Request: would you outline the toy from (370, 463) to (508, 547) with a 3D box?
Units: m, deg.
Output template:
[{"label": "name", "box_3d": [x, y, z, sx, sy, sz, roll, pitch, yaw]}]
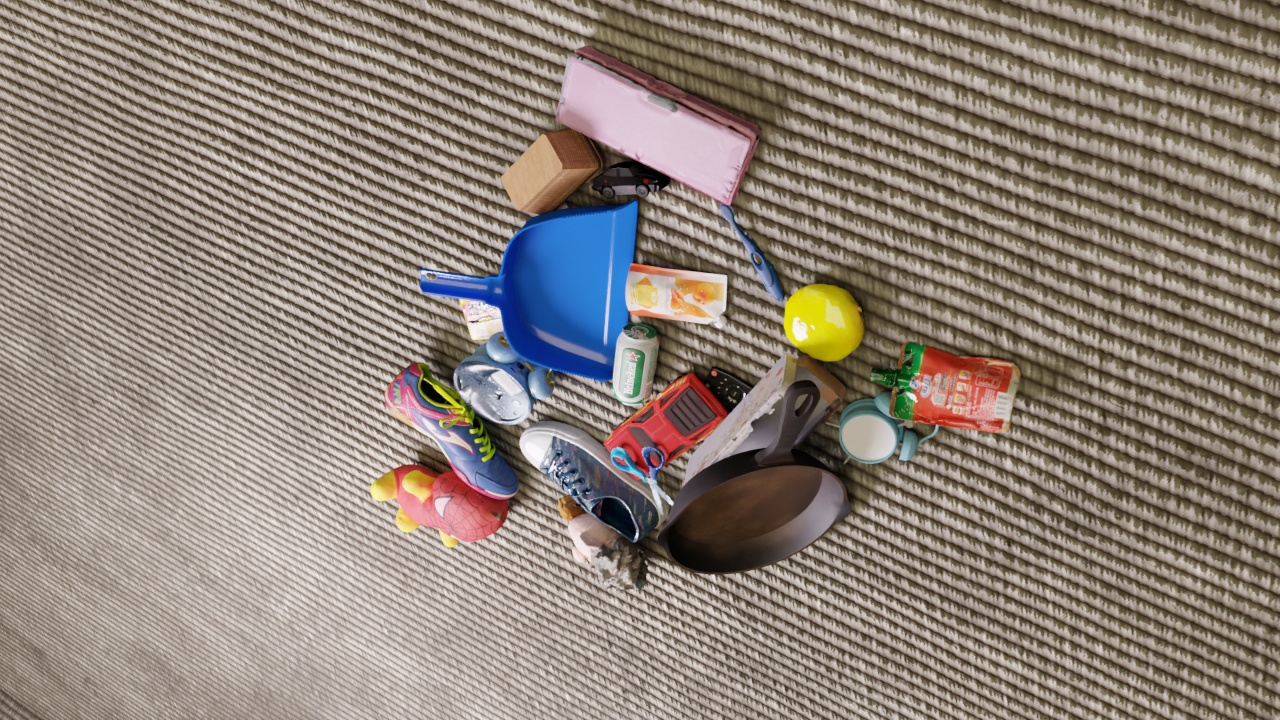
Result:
[{"label": "toy", "box_3d": [-0.296, 0.214, 1.393, 0.217, 0.098, 0.147, 2, 142, 28]}]

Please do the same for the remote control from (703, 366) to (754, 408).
[{"label": "remote control", "box_3d": [0.137, 0.050, 1.140, 0.125, 0.010, 0.039, 31, 125, 10]}]

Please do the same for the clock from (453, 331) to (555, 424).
[{"label": "clock", "box_3d": [-0.181, 0.023, 1.244, 0.162, 0.059, 0.118, -26, 115, 41]}]

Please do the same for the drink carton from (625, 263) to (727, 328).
[{"label": "drink carton", "box_3d": [0.046, -0.078, 1.111, 0.122, 0.038, 0.069, 8, 118, 17]}]

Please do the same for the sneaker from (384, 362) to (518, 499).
[{"label": "sneaker", "box_3d": [-0.254, 0.101, 1.309, 0.242, 0.116, 0.091, 44, 114, -13]}]

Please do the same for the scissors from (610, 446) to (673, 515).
[{"label": "scissors", "box_3d": [0.021, 0.158, 1.202, 0.133, 0.015, 0.104, 49, 138, -8]}]

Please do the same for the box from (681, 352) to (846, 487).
[{"label": "box", "box_3d": [0.148, 0.090, 1.104, 0.107, 0.094, 0.217, 26, 127, -17]}]

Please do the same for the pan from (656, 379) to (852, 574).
[{"label": "pan", "box_3d": [0.143, 0.137, 1.073, 0.248, 0.043, 0.357, -5, 138, -14]}]

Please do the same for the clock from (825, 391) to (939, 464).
[{"label": "clock", "box_3d": [0.285, 0.078, 1.066, 0.123, 0.041, 0.087, -19, 105, 28]}]

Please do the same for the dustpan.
[{"label": "dustpan", "box_3d": [-0.143, -0.093, 1.133, 0.258, 0.059, 0.246, 9, 122, 5]}]

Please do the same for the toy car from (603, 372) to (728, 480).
[{"label": "toy car", "box_3d": [0.030, 0.089, 1.192, 0.081, 0.056, 0.190, 49, 129, -1]}]

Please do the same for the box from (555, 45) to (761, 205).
[{"label": "box", "box_3d": [0.014, -0.260, 1.020, 0.233, 0.046, 0.098, 30, 124, 10]}]

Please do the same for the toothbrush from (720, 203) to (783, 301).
[{"label": "toothbrush", "box_3d": [0.129, -0.124, 1.052, 0.021, 0.016, 0.132, -25, 104, 35]}]

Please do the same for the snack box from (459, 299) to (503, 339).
[{"label": "snack box", "box_3d": [-0.169, -0.068, 1.228, 0.152, 0.025, 0.075, -1, 115, 28]}]

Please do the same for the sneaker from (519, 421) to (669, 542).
[{"label": "sneaker", "box_3d": [-0.073, 0.167, 1.268, 0.235, 0.079, 0.088, 31, 125, 10]}]

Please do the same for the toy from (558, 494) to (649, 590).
[{"label": "toy", "box_3d": [-0.060, 0.259, 1.296, 0.076, 0.133, 0.176, -43, 66, -5]}]

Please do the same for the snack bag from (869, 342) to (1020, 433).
[{"label": "snack bag", "box_3d": [0.330, 0.029, 1.007, 0.155, 0.044, 0.087, 10, 92, 21]}]

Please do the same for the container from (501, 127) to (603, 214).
[{"label": "container", "box_3d": [-0.109, -0.222, 1.084, 0.114, 0.061, 0.063, -35, 79, 36]}]

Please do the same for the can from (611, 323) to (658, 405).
[{"label": "can", "box_3d": [-0.007, 0.007, 1.166, 0.053, 0.053, 0.101, 19, 122, 18]}]

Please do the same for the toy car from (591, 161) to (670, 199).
[{"label": "toy car", "box_3d": [-0.011, -0.211, 1.061, 0.092, 0.042, 0.036, 2, 118, 27]}]

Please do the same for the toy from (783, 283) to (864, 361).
[{"label": "toy", "box_3d": [0.207, -0.043, 1.038, 0.094, 0.041, 0.095, -16, 106, 35]}]
